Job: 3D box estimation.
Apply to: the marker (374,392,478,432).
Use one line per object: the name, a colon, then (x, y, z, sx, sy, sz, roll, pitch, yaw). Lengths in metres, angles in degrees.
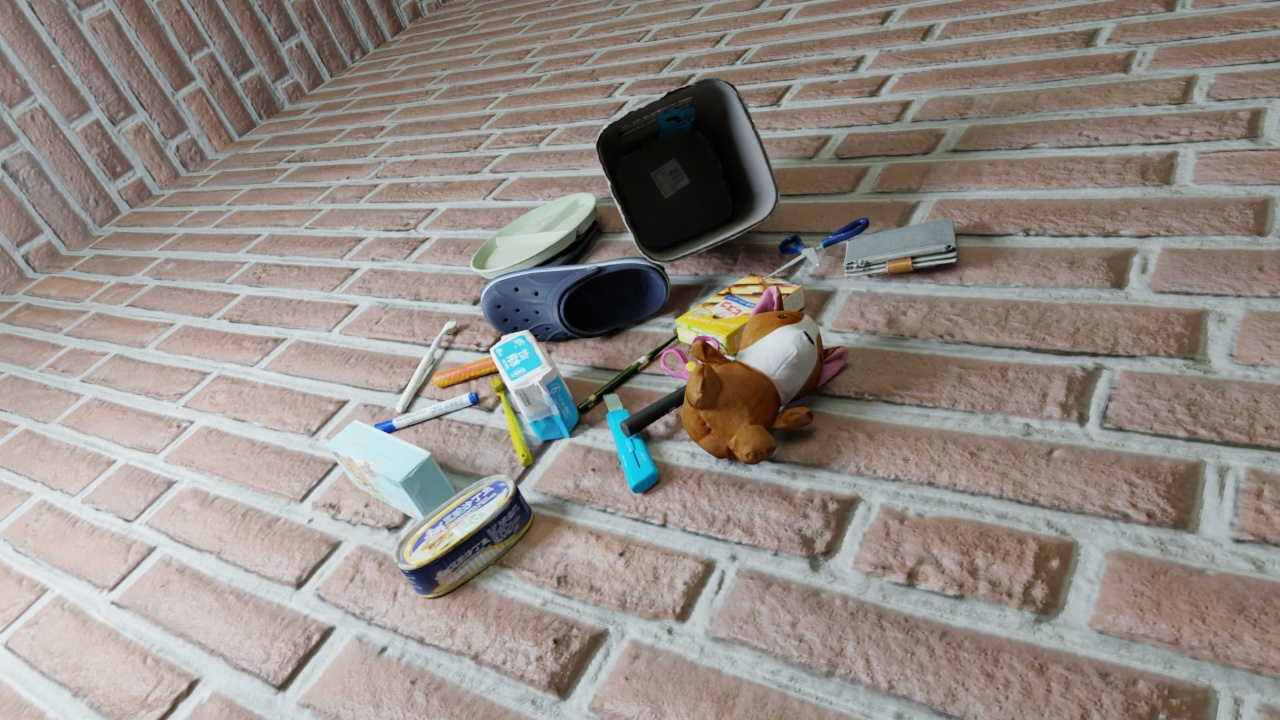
marker: (-0.281, 0.070, 1.206, 0.146, 0.017, 0.016, -19, 34, 8)

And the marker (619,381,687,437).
marker: (0.033, 0.046, 1.029, 0.131, 0.022, 0.020, -30, -3, -25)

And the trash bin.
trash bin: (0.054, -0.246, 1.241, 0.199, 0.198, 0.219, -24, 7, 0)

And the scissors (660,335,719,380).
scissors: (0.080, 0.025, 1.021, 0.076, 0.017, 0.137, -29, 56, -6)

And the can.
can: (-0.185, 0.183, 0.963, 0.148, 0.049, 0.075, -36, 35, -17)

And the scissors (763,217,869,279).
scissors: (0.220, -0.143, 1.167, 0.162, 0.012, 0.176, -24, 17, -2)

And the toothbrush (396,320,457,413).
toothbrush: (-0.304, 0.008, 1.305, 0.029, 0.020, 0.189, -38, 22, 38)

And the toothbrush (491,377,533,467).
toothbrush: (-0.160, 0.072, 1.130, 0.015, 0.017, 0.190, -27, 34, -4)

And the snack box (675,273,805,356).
snack box: (0.121, -0.057, 1.109, 0.140, 0.034, 0.087, -34, 34, -29)

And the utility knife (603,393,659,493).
utility knife: (-0.016, 0.085, 1.026, 0.034, 0.018, 0.185, -25, 32, -1)

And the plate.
plate: (-0.168, -0.199, 1.474, 0.230, 0.027, 0.229, -24, 26, 13)

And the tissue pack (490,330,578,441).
tissue pack: (-0.125, 0.028, 1.104, 0.063, 0.090, 0.140, -29, 33, -7)

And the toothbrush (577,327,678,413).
toothbrush: (-0.007, 0.007, 1.134, 0.185, 0.012, 0.017, -38, 30, -20)

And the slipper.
slipper: (-0.084, -0.070, 1.203, 0.253, 0.105, 0.095, -9, 26, 4)

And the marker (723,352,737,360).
marker: (0.110, -0.007, 1.078, 0.017, 0.017, 0.145, -38, 36, -21)

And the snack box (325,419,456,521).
snack box: (-0.294, 0.129, 1.079, 0.175, 0.074, 0.051, 14, 48, 43)

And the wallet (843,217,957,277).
wallet: (0.314, -0.130, 1.109, 0.130, 0.037, 0.106, -9, 25, 21)

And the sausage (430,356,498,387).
sausage: (-0.211, 0.008, 1.244, 0.165, 0.021, 0.021, -16, 34, 11)

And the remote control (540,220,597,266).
remote control: (-0.109, -0.175, 1.433, 0.053, 0.024, 0.136, -2, 37, 37)

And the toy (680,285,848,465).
toy: (0.128, 0.012, 0.952, 0.199, 0.140, 0.131, -40, -1, -35)
